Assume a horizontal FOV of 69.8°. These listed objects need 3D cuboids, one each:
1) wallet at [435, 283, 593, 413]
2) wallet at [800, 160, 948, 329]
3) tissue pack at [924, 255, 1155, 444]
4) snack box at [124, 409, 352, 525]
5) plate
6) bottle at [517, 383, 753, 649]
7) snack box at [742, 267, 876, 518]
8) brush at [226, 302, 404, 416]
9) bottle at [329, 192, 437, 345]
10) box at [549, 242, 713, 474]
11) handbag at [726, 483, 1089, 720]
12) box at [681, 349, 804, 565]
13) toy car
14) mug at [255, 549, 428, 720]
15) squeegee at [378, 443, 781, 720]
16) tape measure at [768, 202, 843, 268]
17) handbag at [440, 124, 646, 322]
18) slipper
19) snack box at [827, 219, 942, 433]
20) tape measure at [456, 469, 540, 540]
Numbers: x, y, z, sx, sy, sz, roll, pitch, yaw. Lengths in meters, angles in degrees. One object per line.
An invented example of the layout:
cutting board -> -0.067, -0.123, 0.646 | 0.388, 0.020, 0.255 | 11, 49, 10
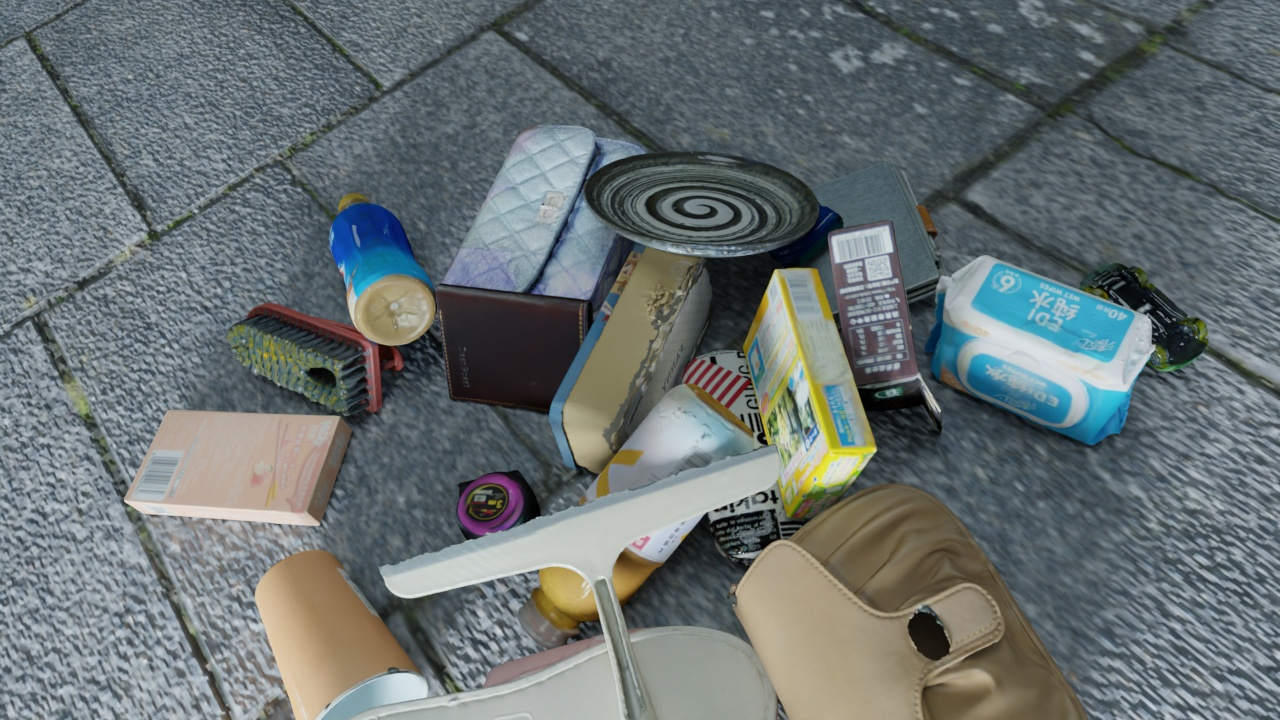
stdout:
wallet -> -0.094, -0.007, 0.693 | 0.122, 0.096, 0.020 | 7, 24, 16
wallet -> 0.177, -0.091, 0.722 | 0.107, 0.037, 0.129 | -18, 54, 12
tissue pack -> 0.261, -0.005, 0.614 | 0.140, 0.090, 0.063 | 27, 65, 25
snack box -> -0.310, 0.081, 0.711 | 0.157, 0.026, 0.084 | 2, 57, 13
plate -> 0.045, -0.116, 0.697 | 0.179, 0.024, 0.179 | 2, 33, -1
bottle -> -0.007, 0.103, 0.587 | 0.068, 0.068, 0.189 | 42, 95, 31
snack box -> 0.104, 0.020, 0.588 | 0.033, 0.087, 0.140 | 0, 54, -11
brush -> -0.266, -0.009, 0.747 | 0.146, 0.063, 0.069 | 19, 32, 24
bottle -> -0.222, -0.089, 0.765 | 0.065, 0.065, 0.218 | -28, 38, -8
box -> -0.004, 0.004, 0.662 | 0.060, 0.090, 0.183 | 17, 57, 19
handbag -> 0.149, 0.170, 0.512 | 0.147, 0.100, 0.204 | -20, 55, -10
box -> 0.068, 0.060, 0.632 | 0.071, 0.057, 0.164 | -23, 55, 13
toy car -> 0.350, -0.029, 0.643 | 0.043, 0.036, 0.091 | -28, 55, -9
mug -> -0.200, 0.184, 0.594 | 0.078, 0.078, 0.123 | -36, 53, -13
squeegee -> -0.001, 0.197, 0.507 | 0.246, 0.039, 0.246 | -18, 65, 0
tape measure -> 0.123, -0.099, 0.712 | 0.058, 0.025, 0.054 | -43, 39, 2
handbag -> -0.073, -0.107, 0.759 | 0.134, 0.076, 0.193 | 10, 59, 17
slipper -> -0.052, 0.227, 0.542 | 0.274, 0.054, 0.114 | -12, 59, -8
snack box -> 0.164, -0.016, 0.611 | 0.053, 0.113, 0.125 | -9, 76, 17
tape measure -> -0.099, 0.108, 0.643 | 0.057, 0.039, 0.057 | -15, 50, 1
